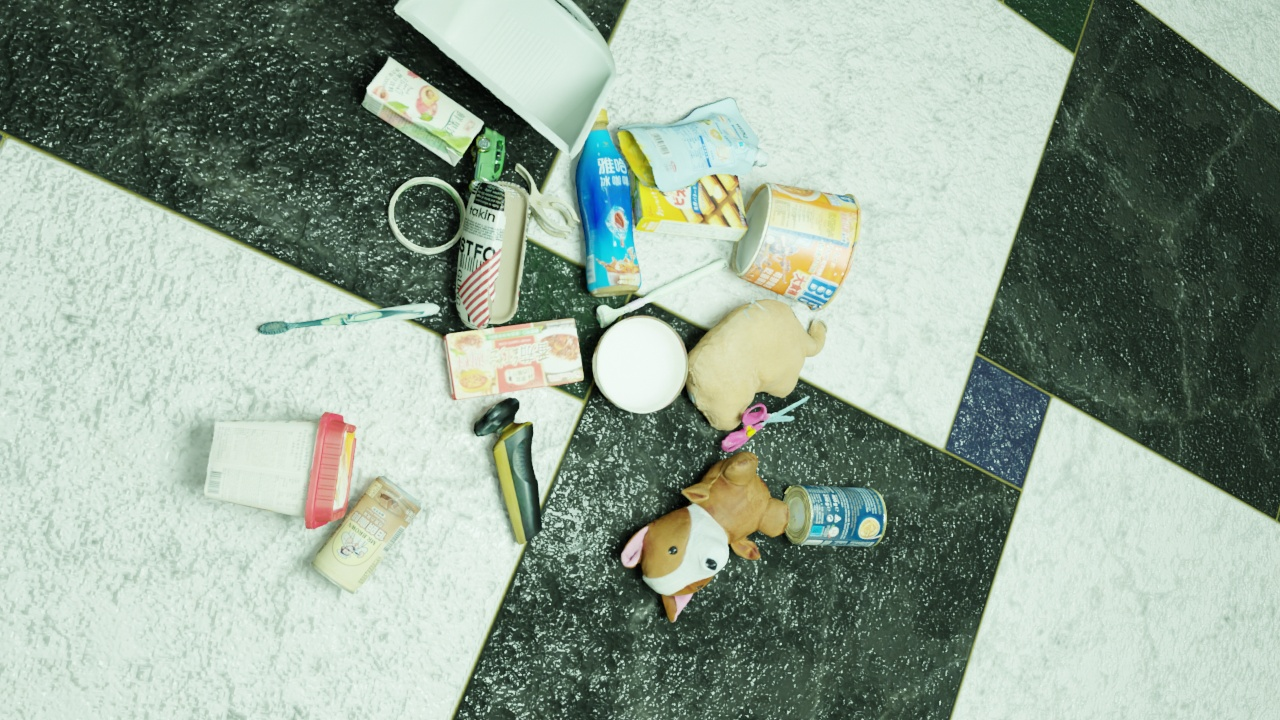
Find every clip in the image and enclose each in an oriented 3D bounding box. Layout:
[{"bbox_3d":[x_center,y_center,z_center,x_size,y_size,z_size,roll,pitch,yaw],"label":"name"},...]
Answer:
[{"bbox_3d":[-0.118,-0.183,1.074,0.100,0.035,0.071,34,76,-7],"label":"clip"}]

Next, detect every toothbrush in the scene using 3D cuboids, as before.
[{"bbox_3d":[-0.314,-0.046,0.998,0.191,0.018,0.016,-9,89,-20],"label":"toothbrush"},{"bbox_3d":[0.029,-0.087,1.128,0.189,0.020,0.029,-26,126,-21],"label":"toothbrush"}]

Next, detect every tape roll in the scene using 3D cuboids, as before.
[{"bbox_3d":[-0.240,-0.163,1.035,0.085,0.014,0.085,1,87,-20],"label":"tape roll"}]

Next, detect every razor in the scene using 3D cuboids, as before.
[{"bbox_3d":[-0.145,0.126,1.038,0.068,0.062,0.167,-10,97,9],"label":"razor"}]

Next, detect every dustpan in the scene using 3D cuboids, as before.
[{"bbox_3d":[-0.120,-0.352,0.998,0.222,0.257,0.143,38,98,-14],"label":"dustpan"}]

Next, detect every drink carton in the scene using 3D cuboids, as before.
[{"bbox_3d":[-0.243,-0.275,1.023,0.122,0.046,0.053,33,66,-17],"label":"drink carton"}]

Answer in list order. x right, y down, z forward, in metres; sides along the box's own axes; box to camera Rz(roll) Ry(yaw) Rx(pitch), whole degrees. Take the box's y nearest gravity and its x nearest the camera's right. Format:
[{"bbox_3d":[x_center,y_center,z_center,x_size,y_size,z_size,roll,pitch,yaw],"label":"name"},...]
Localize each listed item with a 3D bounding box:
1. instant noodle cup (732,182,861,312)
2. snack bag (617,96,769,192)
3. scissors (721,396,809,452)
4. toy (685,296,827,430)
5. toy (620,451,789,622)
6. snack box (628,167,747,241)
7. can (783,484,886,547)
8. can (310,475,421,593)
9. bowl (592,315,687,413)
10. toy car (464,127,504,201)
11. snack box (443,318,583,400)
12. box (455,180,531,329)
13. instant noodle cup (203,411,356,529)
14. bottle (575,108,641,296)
[{"bbox_3d":[0.186,-0.146,1.128,0.111,0.151,0.151,15,82,-11],"label":"instant noodle cup"},{"bbox_3d":[0.070,-0.264,1.125,0.190,0.039,0.110,-21,63,-32],"label":"snack bag"},{"bbox_3d":[0.157,0.069,1.133,0.134,0.113,0.017,-26,60,-18],"label":"scissors"},{"bbox_3d":[0.153,-0.012,1.137,0.225,0.082,0.143,-30,126,-21],"label":"toy"},{"bbox_3d":[0.079,0.206,1.080,0.199,0.130,0.140,-37,105,-9],"label":"toy"},{"bbox_3d":[0.058,-0.195,1.123,0.140,0.034,0.086,2,63,-18],"label":"snack box"},{"bbox_3d":[0.242,0.196,1.159,0.111,0.075,0.075,6,85,-20],"label":"can"},{"bbox_3d":[-0.289,0.183,0.971,0.058,0.059,0.116,40,75,-14],"label":"can"},{"bbox_3d":[-0.006,0.006,1.086,0.113,0.062,0.113,1,86,-19],"label":"bowl"},{"bbox_3d":[-0.178,-0.219,1.045,0.036,0.043,0.091,14,83,-19],"label":"toy car"},{"bbox_3d":[-0.145,-0.002,1.054,0.152,0.025,0.075,-8,89,-21],"label":"snack box"},{"bbox_3d":[-0.160,-0.118,1.025,0.087,0.076,0.163,-9,111,-48],"label":"box"},{"bbox_3d":[-0.361,0.106,0.927,0.124,0.116,0.116,8,83,-9],"label":"instant noodle cup"},{"bbox_3d":[-0.042,-0.186,1.084,0.065,0.065,0.218,-6,88,-21],"label":"bottle"}]
